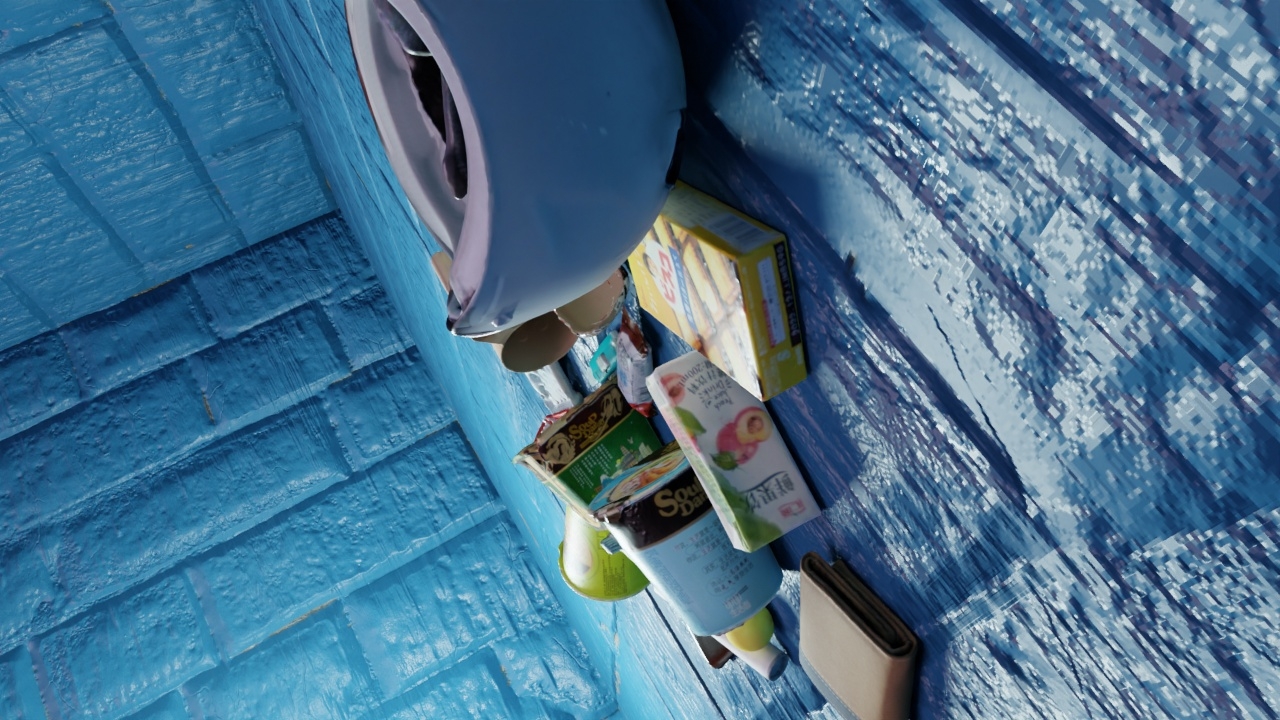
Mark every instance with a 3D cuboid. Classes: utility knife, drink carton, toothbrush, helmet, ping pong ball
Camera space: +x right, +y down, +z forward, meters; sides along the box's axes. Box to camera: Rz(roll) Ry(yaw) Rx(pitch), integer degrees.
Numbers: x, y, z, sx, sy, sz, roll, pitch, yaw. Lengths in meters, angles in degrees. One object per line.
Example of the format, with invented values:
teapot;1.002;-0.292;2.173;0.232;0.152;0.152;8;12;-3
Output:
utility knife;-0.033;0.003;0.829;0.029;0.013;0.185;62;164;5
drink carton;0.054;0.051;0.556;0.122;0.053;0.045;62;169;2
toothbrush;0.040;0.212;0.822;0.221;0.026;0.027;29;133;41
helmet;-0.062;-0.137;0.449;0.259;0.145;0.229;-150;40;-72
ping pong ball;0.088;0.215;0.742;0.040;0.040;0.040;55;163;26

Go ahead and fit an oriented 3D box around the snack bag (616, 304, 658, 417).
snack bag;-0.004;0.004;0.716;0.105;0.026;0.045;86;161;-54

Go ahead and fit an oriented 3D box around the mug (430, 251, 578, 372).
mug;-0.130;-0.055;0.862;0.084;0.124;0.103;-50;56;25

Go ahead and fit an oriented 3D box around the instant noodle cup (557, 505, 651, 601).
instant noodle cup;-0.034;0.171;0.958;0.111;0.111;0.124;50;152;39

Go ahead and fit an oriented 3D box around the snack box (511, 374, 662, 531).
snack box;-0.037;0.091;0.828;0.105;0.118;0.118;52;164;1

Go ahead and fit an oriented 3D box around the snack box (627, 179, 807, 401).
snack box;0.034;-0.047;0.502;0.140;0.033;0.087;45;156;52

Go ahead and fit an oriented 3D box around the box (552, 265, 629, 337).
box;-0.071;-0.087;0.685;0.086;0.075;0.162;35;-171;-39

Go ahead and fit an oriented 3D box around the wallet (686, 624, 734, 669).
wallet;0.066;0.259;0.931;0.096;0.020;0.122;57;161;22

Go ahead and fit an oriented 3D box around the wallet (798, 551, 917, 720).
wallet;0.131;0.179;0.566;0.090;0.033;0.115;44;155;43

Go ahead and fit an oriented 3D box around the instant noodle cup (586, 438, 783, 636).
instant noodle cup;0.038;0.128;0.658;0.120;0.111;0.111;58;165;-5

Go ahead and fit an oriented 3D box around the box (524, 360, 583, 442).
box;-0.103;0.062;1.077;0.201;0.069;0.157;157;109;-76
